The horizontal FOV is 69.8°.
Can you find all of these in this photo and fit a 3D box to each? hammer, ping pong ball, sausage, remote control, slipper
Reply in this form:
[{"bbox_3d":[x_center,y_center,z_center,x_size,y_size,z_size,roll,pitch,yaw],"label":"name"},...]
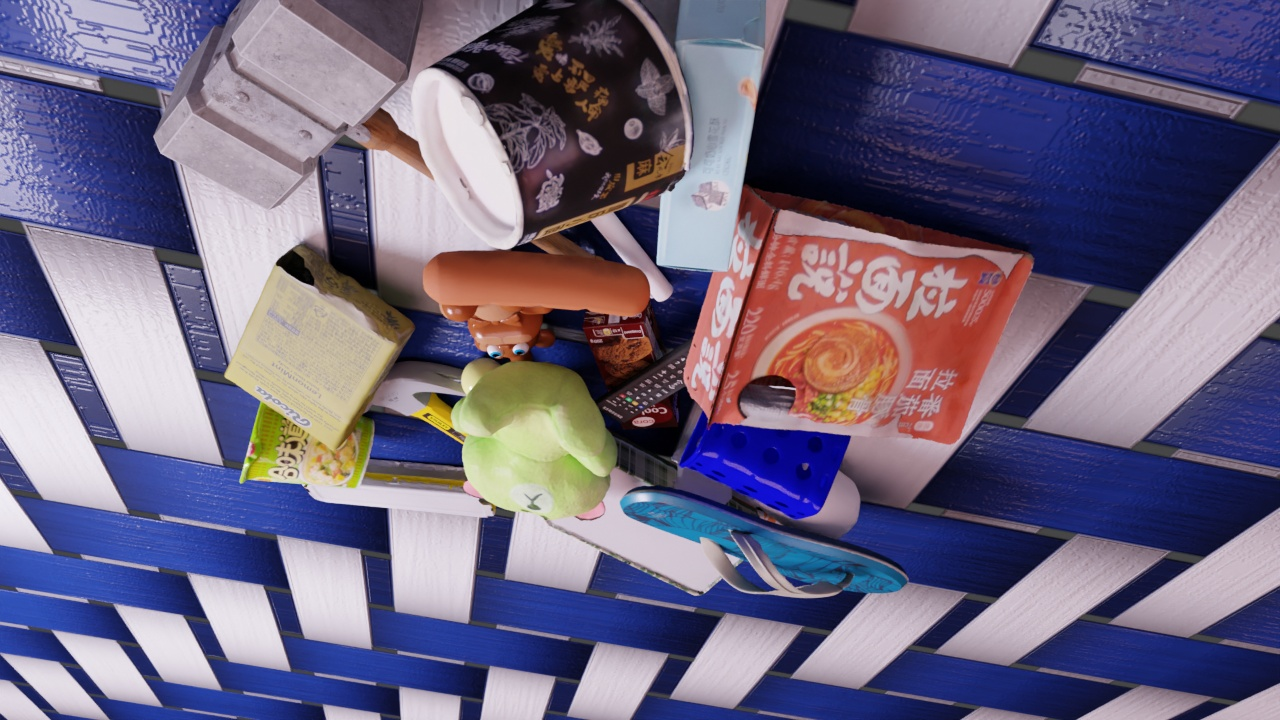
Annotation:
[{"bbox_3d":[-0.132,-0.127,0.625,0.163,0.082,0.317,-28,137,35],"label":"hammer"},{"bbox_3d":[-0.140,0.017,0.819,0.040,0.040,0.040,4,141,3],"label":"ping pong ball"},{"bbox_3d":[-0.072,-0.056,0.658,0.164,0.039,0.045,3,150,-15],"label":"sausage"},{"bbox_3d":[-0.139,0.098,0.930,0.127,0.029,0.323,-24,133,32],"label":"hammer"},{"bbox_3d":[0.014,0.015,0.759,0.033,0.015,0.147,32,135,-27],"label":"remote control"},{"bbox_3d":[0.112,0.188,0.861,0.294,0.060,0.118,22,156,-18],"label":"slipper"}]

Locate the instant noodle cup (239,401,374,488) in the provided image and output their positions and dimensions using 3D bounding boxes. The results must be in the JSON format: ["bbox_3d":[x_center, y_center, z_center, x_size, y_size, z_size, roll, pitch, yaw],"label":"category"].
[{"bbox_3d":[-0.321,0.080,0.891,0.108,0.098,0.099,15,141,-23],"label":"instant noodle cup"}]

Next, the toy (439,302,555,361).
[{"bbox_3d":[-0.112,-0.031,0.740,0.095,0.065,0.128,-4,145,5],"label":"toy"}]

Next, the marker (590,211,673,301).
[{"bbox_3d":[-0.017,-0.091,0.686,0.020,0.017,0.133,-16,136,28],"label":"marker"}]

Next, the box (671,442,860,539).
[{"bbox_3d":[0.119,0.121,0.878,0.126,0.084,0.156,-21,132,40],"label":"box"}]

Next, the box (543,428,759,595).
[{"bbox_3d":[0.013,0.158,0.934,0.205,0.050,0.118,29,124,-18],"label":"box"}]

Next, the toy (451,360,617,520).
[{"bbox_3d":[-0.090,0.071,0.798,0.150,0.107,0.197,11,155,-5],"label":"toy"}]

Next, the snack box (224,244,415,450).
[{"bbox_3d":[-0.276,-0.010,0.789,0.121,0.045,0.181,36,132,-9],"label":"snack box"}]

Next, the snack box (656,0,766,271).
[{"bbox_3d":[0.041,-0.141,0.570,0.053,0.074,0.175,6,141,3],"label":"snack box"}]

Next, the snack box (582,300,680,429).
[{"bbox_3d":[-0.005,0.005,0.789,0.051,0.031,0.141,-4,140,13],"label":"snack box"}]

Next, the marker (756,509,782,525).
[{"bbox_3d":[0.124,0.167,0.981,0.145,0.017,0.017,19,140,-14],"label":"marker"}]

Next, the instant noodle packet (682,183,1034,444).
[{"bbox_3d":[0.161,-0.022,0.668,0.220,0.084,0.165,9,113,-15],"label":"instant noodle packet"}]

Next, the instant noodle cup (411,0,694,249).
[{"bbox_3d":[-0.055,-0.131,0.519,0.137,0.112,0.137,42,151,29],"label":"instant noodle cup"}]

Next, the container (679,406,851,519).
[{"bbox_3d":[0.105,0.074,0.781,0.113,0.084,0.085,26,166,-1],"label":"container"}]

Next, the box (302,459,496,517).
[{"bbox_3d":[-0.258,0.136,0.995,0.210,0.037,0.064,4,146,4],"label":"box"}]
